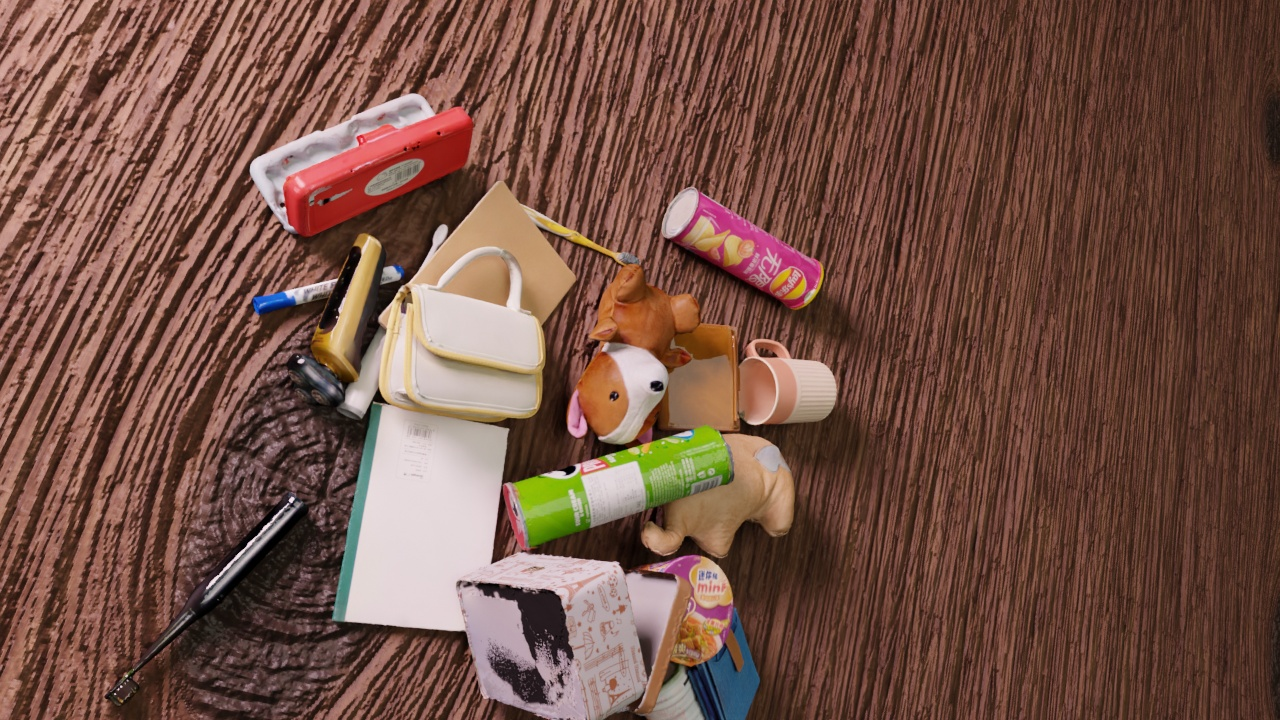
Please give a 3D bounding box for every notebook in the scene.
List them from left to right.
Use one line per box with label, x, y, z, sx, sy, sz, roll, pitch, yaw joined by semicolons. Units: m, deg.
notebook;-0.211;0.156;0.907;0.150;0.012;0.209;15;74;-31
notebook;-0.162;-0.066;0.959;0.148;0.008;0.207;53;57;-31

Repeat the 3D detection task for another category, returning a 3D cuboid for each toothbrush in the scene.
toothbrush;-0.369;0.201;0.787;0.027;0.026;0.212;37;62;2
toothbrush;-0.240;-0.044;0.913;0.027;0.026;0.220;24;68;-5
toothbrush;-0.079;-0.144;1.040;0.191;0.018;0.016;22;69;-29

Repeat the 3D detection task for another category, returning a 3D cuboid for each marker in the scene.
marker;-0.297;-0.070;0.885;0.145;0.017;0.017;-19;93;-34

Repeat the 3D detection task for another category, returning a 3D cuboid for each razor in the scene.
razor;-0.279;-0.039;0.857;0.067;0.062;0.167;31;69;-48

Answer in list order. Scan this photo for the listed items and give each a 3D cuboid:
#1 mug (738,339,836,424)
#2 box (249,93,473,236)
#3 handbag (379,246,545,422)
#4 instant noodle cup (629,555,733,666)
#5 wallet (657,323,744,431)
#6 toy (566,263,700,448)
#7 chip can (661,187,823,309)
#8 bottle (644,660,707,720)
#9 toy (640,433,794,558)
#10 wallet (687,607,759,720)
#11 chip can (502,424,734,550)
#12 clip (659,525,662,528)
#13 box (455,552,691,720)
mug;0.175;0.025;1.150;0.105;0.082;0.114;2;56;-35
box;-0.272;-0.203;0.896;0.200;0.096;0.099;-35;74;-31
handbag;-0.166;-0.032;0.912;0.163;0.063;0.178;13;79;-45
instant noodle cup;0.028;0.266;0.995;0.111;0.099;0.111;6;80;-34
wallet;0.077;0.020;1.097;0.119;0.035;0.130;4;79;-21
toy;-0.006;0.006;1.009;0.140;0.131;0.199;25;79;-28
chip can;0.129;-0.138;1.146;0.210;0.072;0.071;25;69;-27
bottle;0.059;0.426;1.011;0.068;0.068;0.197;-33;104;-33
toy;0.079;0.154;1.054;0.225;0.083;0.143;-12;65;-32
wallet;0.098;0.352;1.031;0.132;0.040;0.106;-30;102;-68
chip can;-0.021;0.131;0.963;0.235;0.072;0.072;-15;91;-17
clip;0.039;0.195;1.062;0.056;0.028;0.024;-14;92;-44
box;-0.050;0.258;0.891;0.167;0.182;0.150;-17;97;-42
